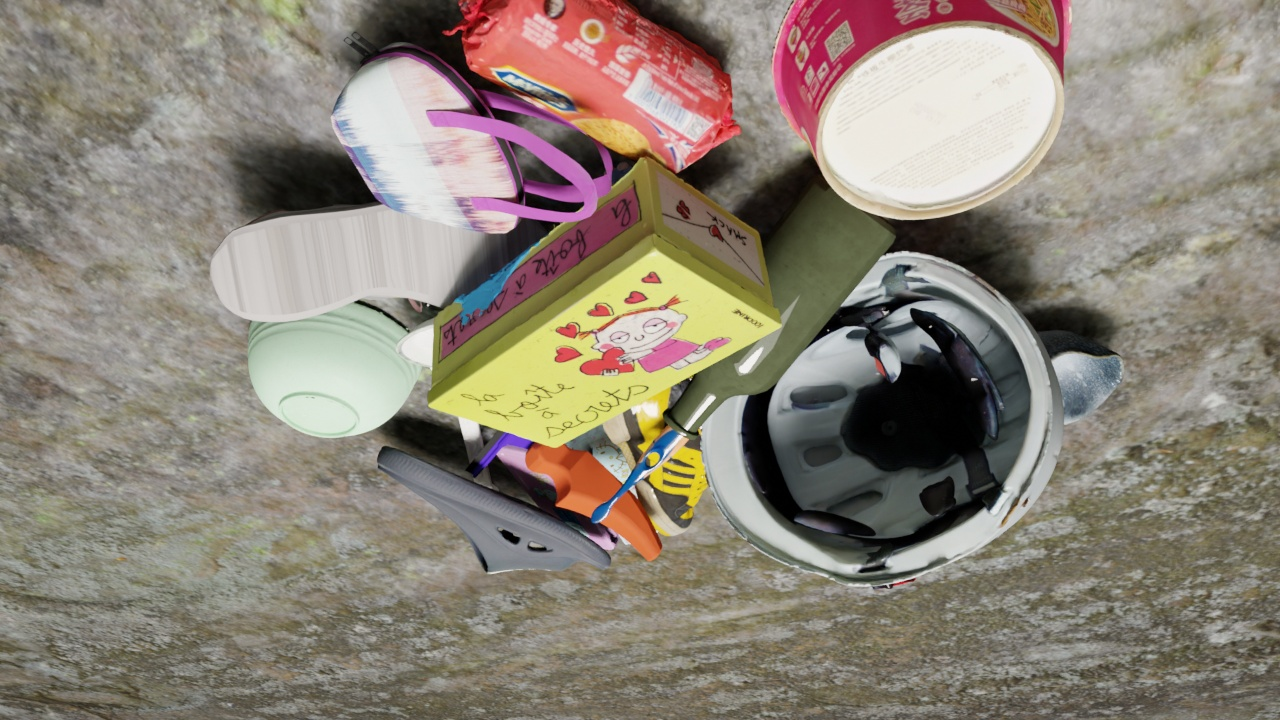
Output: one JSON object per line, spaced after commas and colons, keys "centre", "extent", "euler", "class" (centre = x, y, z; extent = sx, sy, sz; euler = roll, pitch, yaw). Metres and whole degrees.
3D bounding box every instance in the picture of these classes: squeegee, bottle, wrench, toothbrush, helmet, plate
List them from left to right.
{"centre": [-0.170, 0.072, 0.921], "extent": [0.047, 0.009, 0.274], "euler": [2, 143, 0], "class": "wrench"}
{"centre": [-0.120, -0.018, 0.751], "extent": [0.157, 0.014, 0.157], "euler": [-7, 167, -2], "class": "plate"}
{"centre": [-0.052, 0.115, 0.843], "extent": [0.185, 0.055, 0.250], "euler": [43, 145, -2], "class": "squeegee"}
{"centre": [0.005, 0.089, 0.772], "extent": [0.021, 0.017, 0.135], "euler": [42, 103, -2], "class": "toothbrush"}
{"centre": [0.089, -0.030, 0.650], "extent": [0.071, 0.071, 0.207], "euler": [28, 109, -29], "class": "bottle"}
{"centre": [0.190, 0.049, 0.715], "extent": [0.265, 0.236, 0.163], "euler": [-30, 158, 28], "class": "helmet"}

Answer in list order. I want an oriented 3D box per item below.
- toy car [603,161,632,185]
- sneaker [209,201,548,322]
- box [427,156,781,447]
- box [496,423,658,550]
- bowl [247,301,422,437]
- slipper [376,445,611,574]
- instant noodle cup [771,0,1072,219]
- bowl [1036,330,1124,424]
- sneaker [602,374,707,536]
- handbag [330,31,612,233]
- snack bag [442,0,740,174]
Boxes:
{"centre": [0.026, -0.084, 0.664], "extent": [0.055, 0.056, 0.153], "euler": [-29, 139, 15], "class": "toy car"}
{"centre": [-0.186, -0.081, 0.674], "extent": [0.235, 0.089, 0.099], "euler": [-6, 112, -21], "class": "sneaker"}
{"centre": [-0.032, -0.025, 0.615], "extent": [0.222, 0.082, 0.124], "euler": [-31, 140, 32], "class": "box"}
{"centre": [-0.050, 0.135, 0.969], "extent": [0.149, 0.050, 0.214], "euler": [-12, 140, 13], "class": "box"}
{"centre": [-0.272, 0.018, 0.802], "extent": [0.151, 0.076, 0.151], "euler": [1, 144, 1], "class": "bowl"}
{"centre": [-0.152, 0.172, 0.927], "extent": [0.268, 0.083, 0.111], "euler": [29, 169, -17], "class": "slipper"}
{"centre": [0.170, -0.158, 0.545], "extent": [0.178, 0.077, 0.179], "euler": [1, 142, 1], "class": "instant noodle cup"}
{"centre": [0.339, 0.011, 0.768], "extent": [0.110, 0.055, 0.110], "euler": [-8, 142, -6], "class": "bowl"}
{"centre": [0.049, 0.080, 0.853], "extent": [0.122, 0.085, 0.239], "euler": [-6, 138, 17], "class": "sneaker"}
{"centre": [-0.094, -0.126, 0.552], "extent": [0.170, 0.067, 0.145], "euler": [18, 150, 28], "class": "handbag"}
{"centre": [-0.021, -0.174, 0.541], "extent": [0.176, 0.082, 0.083], "euler": [25, 137, -28], "class": "snack bag"}
